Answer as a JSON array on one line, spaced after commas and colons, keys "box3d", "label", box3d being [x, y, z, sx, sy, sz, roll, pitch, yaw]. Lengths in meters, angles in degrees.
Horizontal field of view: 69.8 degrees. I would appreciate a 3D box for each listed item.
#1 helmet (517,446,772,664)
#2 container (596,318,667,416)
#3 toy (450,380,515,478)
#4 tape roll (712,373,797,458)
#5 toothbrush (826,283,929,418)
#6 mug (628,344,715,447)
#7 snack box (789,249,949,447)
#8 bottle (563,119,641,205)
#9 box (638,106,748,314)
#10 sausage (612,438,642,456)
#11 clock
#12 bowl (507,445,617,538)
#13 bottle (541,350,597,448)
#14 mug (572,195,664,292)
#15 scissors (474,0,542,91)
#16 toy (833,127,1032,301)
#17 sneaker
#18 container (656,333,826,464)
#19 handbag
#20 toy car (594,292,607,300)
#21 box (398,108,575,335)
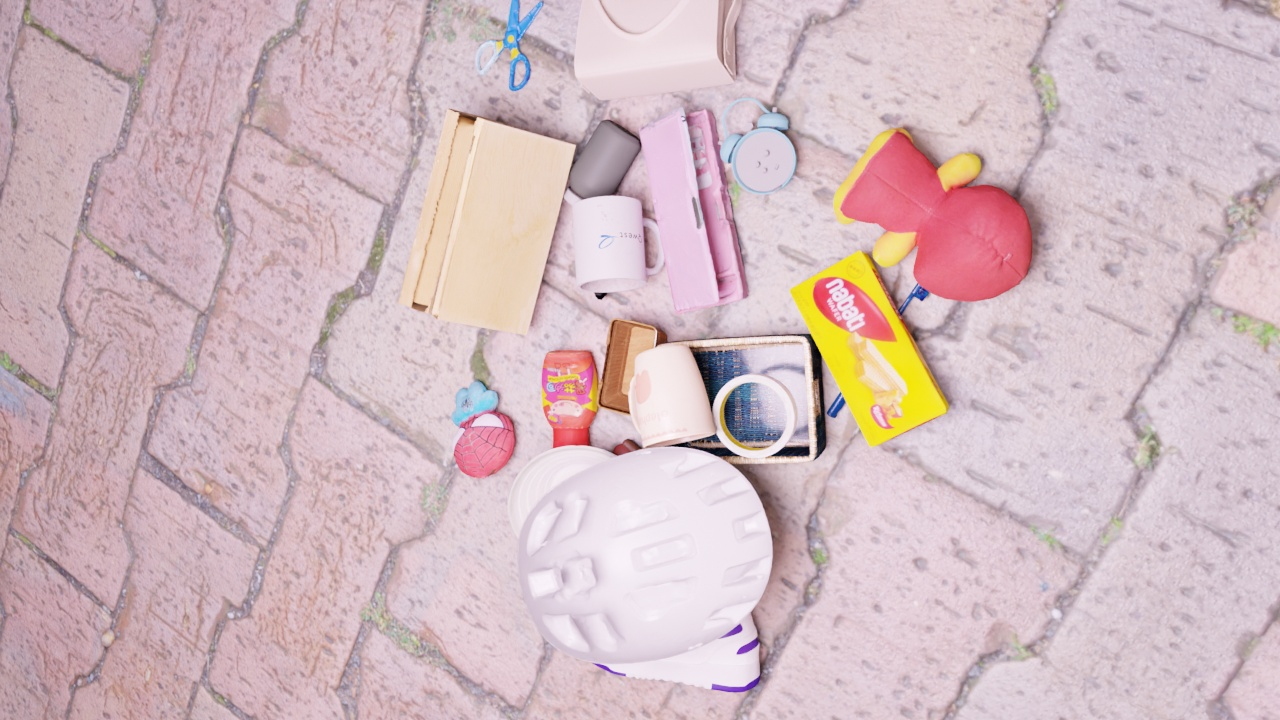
[{"box3d": [0.013, 0.213, 1.031, 0.283, 0.183, 0.224, -27, 78, 24], "label": "helmet"}, {"box3d": [-0.007, 0.007, 1.130, 0.063, 0.061, 0.114, 13, 100, 20], "label": "container"}, {"box3d": [-0.215, 0.092, 1.226, 0.092, 0.062, 0.132, -24, 74, 15], "label": "toy"}, {"box3d": [0.127, 0.061, 1.024, 0.094, 0.019, 0.094, 2, 96, 23], "label": "tape roll"}, {"box3d": [0.270, -0.012, 1.040, 0.017, 0.016, 0.190, 35, 107, 9], "label": "toothbrush"}, {"box3d": [0.025, 0.043, 1.039, 0.112, 0.085, 0.104, -22, 75, 51], "label": "mug"}, {"box3d": [0.252, -0.014, 1.014, 0.092, 0.042, 0.200, -29, 82, 22], "label": "snack box"}, {"box3d": [-0.049, -0.236, 1.125, 0.060, 0.060, 0.109, 38, 107, 15], "label": "bottle"}, {"box3d": [0.054, -0.174, 1.079, 0.099, 0.080, 0.232, -9, 92, 22], "label": "box"}, {"box3d": [0.027, 0.157, 1.142, 0.155, 0.040, 0.040, 39, 108, 14], "label": "sausage"}, {"box3d": [0.136, -0.246, 1.059, 0.087, 0.042, 0.123, -28, 86, 22], "label": "clock"}, {"box3d": [-0.077, 0.174, 1.159, 0.177, 0.057, 0.177, 0, 112, 0], "label": "bowl"}, {"box3d": [-0.090, 0.054, 1.176, 0.071, 0.048, 0.134, 0, 95, 21], "label": "bottle"}, {"box3d": [-0.021, -0.136, 1.100, 0.083, 0.119, 0.096, -15, 77, 59], "label": "mug"}, {"box3d": [-0.173, -0.416, 1.187, 0.109, 0.018, 0.131, 9, 100, 18], "label": "scissors"}, {"box3d": [0.312, -0.149, 0.971, 0.216, 0.098, 0.148, 40, 116, 19], "label": "toy"}, {"box3d": [0.030, 0.327, 1.133, 0.244, 0.091, 0.111, 5, 95, 18], "label": "sneaker"}, {"box3d": [0.118, 0.044, 1.077, 0.188, 0.071, 0.145, -3, 94, 23], "label": "container"}, {"box3d": [0.021, -0.420, 1.071, 0.195, 0.101, 0.197, -1, 83, 22], "label": "handbag"}, {"box3d": [-0.054, -0.122, 1.150, 0.036, 0.042, 0.091, -16, 89, -3], "label": "toy car"}, {"box3d": [-0.201, -0.174, 1.146, 0.179, 0.141, 0.249, 23, 105, 28], "label": "box"}]
